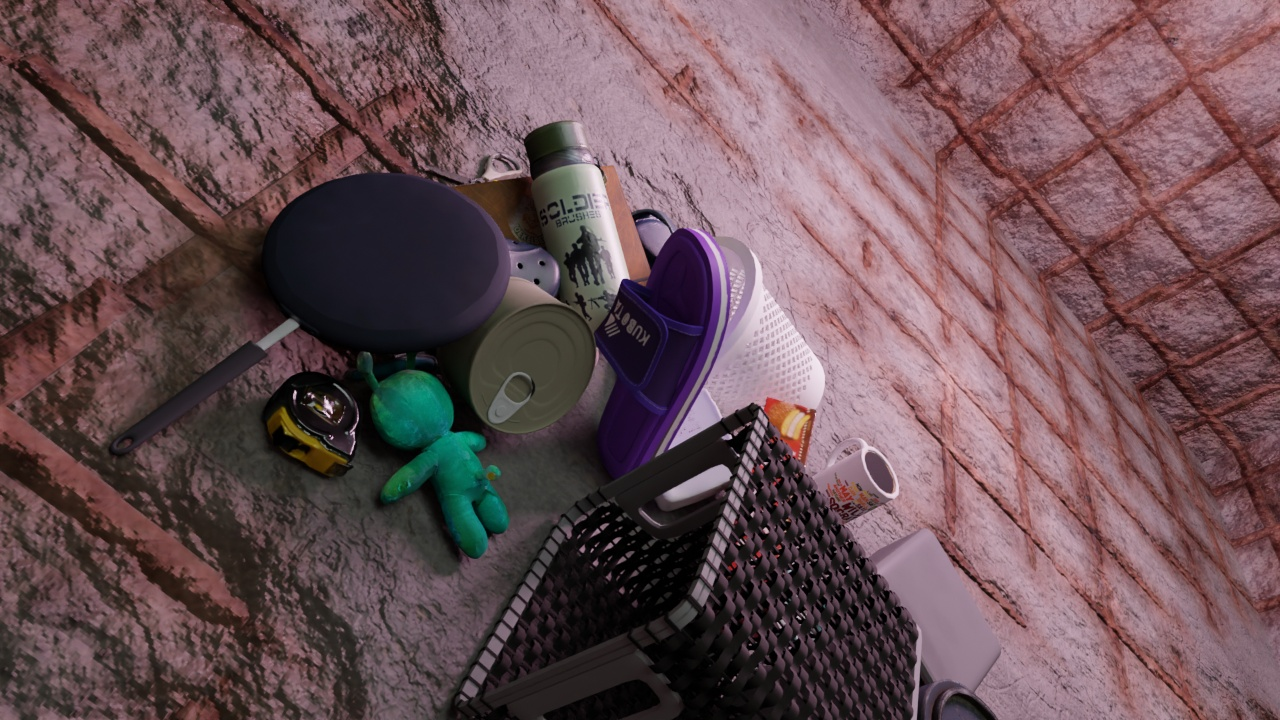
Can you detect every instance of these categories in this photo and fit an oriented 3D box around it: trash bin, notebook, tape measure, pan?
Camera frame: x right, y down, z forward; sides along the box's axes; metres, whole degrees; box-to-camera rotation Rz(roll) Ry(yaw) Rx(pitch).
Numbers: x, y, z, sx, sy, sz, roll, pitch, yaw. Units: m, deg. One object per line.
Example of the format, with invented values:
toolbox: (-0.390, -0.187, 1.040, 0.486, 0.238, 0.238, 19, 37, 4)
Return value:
trash bin: (0.109, -0.008, 1.083, 0.199, 0.196, 0.195, 40, 35, -36)
notebook: (-0.100, -0.109, 0.972, 0.248, 0.014, 0.178, -17, 87, -37)
tape measure: (-0.251, 0.045, 0.711, 0.072, 0.042, 0.071, 29, 44, -28)
pan: (-0.250, -0.043, 0.712, 0.199, 0.021, 0.355, 34, 52, 13)
trash bin: (0.324, 0.323, 1.105, 0.219, 0.098, 0.191, -10, 67, -55)
trash bin: (0.194, 0.373, 0.779, 0.164, 0.228, 0.164, 31, 39, -30)

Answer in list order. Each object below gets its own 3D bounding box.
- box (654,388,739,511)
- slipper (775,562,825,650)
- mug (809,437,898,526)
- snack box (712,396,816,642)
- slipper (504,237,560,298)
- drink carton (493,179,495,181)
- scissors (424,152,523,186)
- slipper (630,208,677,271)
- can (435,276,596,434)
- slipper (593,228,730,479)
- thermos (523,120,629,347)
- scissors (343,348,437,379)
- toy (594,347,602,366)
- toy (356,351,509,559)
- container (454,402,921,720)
box: (0.056, 0.104, 1.013, 0.128, 0.137, 0.108, -20, 73, -14)
slipper: (0.179, 0.277, 1.010, 0.098, 0.055, 0.268, 2, 60, -52)
mug: (0.277, 0.153, 1.207, 0.073, 0.090, 0.105, 27, 41, -33)
snack box: (0.130, 0.162, 0.962, 0.060, 0.113, 0.235, 14, 47, 8)
slipper: (-0.183, -0.090, 0.840, 0.252, 0.095, 0.105, 13, 61, -28)
drink carton: (-0.111, -0.165, 1.033, 0.134, 0.059, 0.043, 0, 59, -35)
scissors: (-0.174, -0.204, 1.059, 0.158, 0.013, 0.161, 32, 39, -25)
slipper: (0.004, -0.139, 1.154, 0.101, 0.083, 0.262, 55, 34, -1)
can: (-0.113, -0.006, 0.832, 0.127, 0.128, 0.073, 15, 14, -43)
slipper: (-0.005, 0.005, 0.864, 0.083, 0.267, 0.107, -2, 37, -34)
thermos: (-0.059, -0.131, 0.947, 0.082, 0.083, 0.231, -7, 80, -53)
scissors: (-0.219, -0.010, 0.819, 0.156, 0.019, 0.124, 34, 34, -22)
toy: (-0.055, -0.030, 1.015, 0.063, 0.047, 0.109, 39, 39, 0)
toy: (-0.168, 0.070, 0.768, 0.193, 0.073, 0.130, 60, 28, -5)
container: (0.056, 0.233, 0.731, 0.243, 0.248, 0.244, 49, 34, -12)
